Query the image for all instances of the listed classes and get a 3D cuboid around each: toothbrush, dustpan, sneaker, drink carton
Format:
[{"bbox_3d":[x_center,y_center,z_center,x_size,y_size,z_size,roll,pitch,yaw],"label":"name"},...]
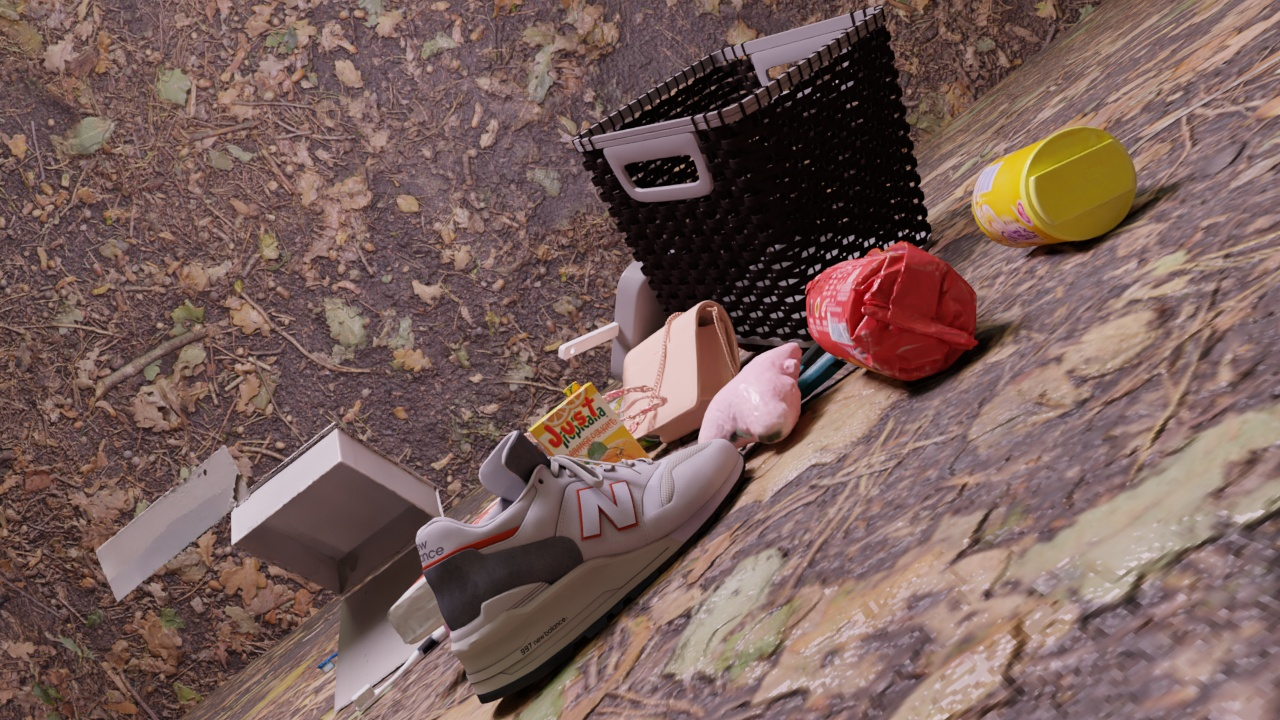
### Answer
[{"bbox_3d":[-0.199,0.266,0.884,0.186,0.017,0.012,-39,23,-31],"label":"toothbrush"},{"bbox_3d":[0.002,-0.042,1.062,0.256,0.033,0.163,-27,-50,-49],"label":"dustpan"},{"bbox_3d":[-0.042,0.093,0.590,0.239,0.124,0.089,-40,4,-31],"label":"sneaker"},{"bbox_3d":[-0.029,0.078,0.702,0.058,0.122,0.041,-38,2,-9],"label":"drink carton"},{"bbox_3d":[-0.397,0.398,1.294,0.135,0.017,0.021,-36,7,-1],"label":"toothbrush"}]

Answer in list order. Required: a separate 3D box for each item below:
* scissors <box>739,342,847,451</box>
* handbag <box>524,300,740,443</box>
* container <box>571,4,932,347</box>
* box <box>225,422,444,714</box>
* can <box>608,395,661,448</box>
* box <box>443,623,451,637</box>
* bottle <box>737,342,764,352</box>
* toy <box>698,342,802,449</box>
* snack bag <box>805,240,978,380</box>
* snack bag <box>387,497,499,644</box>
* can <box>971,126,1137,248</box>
[{"bbox_3d":[0.130,0.017,0.721,0.147,0.019,0.118,-46,3,-32],"label":"scissors"},{"bbox_3d":[-0.006,0.007,0.916,0.187,0.116,0.199,5,-20,-29],"label":"handbag"},{"bbox_3d":[0.127,-0.179,0.947,0.244,0.244,0.248,-40,27,-30],"label":"container"},{"bbox_3d":[-0.249,0.291,0.996,0.167,0.446,0.164,-37,-7,10],"label":"box"},{"bbox_3d":[-0.009,0.073,1.086,0.067,0.067,0.121,-39,3,-28],"label":"can"},{"bbox_3d":[-0.082,0.165,0.816,0.201,0.041,0.153,-37,2,-2],"label":"box"},{"bbox_3d":[0.128,-0.053,1.130,0.099,0.099,0.111,-38,6,0],"label":"bottle"},{"bbox_3d":[0.089,0.027,0.676,0.099,0.053,0.095,-26,27,56],"label":"toy"},{"bbox_3d":[0.155,-0.033,0.592,0.082,0.082,0.176,-38,4,2],"label":"snack bag"},{"bbox_3d":[-0.133,0.157,0.779,0.078,0.041,0.224,-39,4,16],"label":"snack bag"},{"bbox_3d":[0.263,-0.109,0.594,0.067,0.067,0.105,-38,2,3],"label":"can"}]
